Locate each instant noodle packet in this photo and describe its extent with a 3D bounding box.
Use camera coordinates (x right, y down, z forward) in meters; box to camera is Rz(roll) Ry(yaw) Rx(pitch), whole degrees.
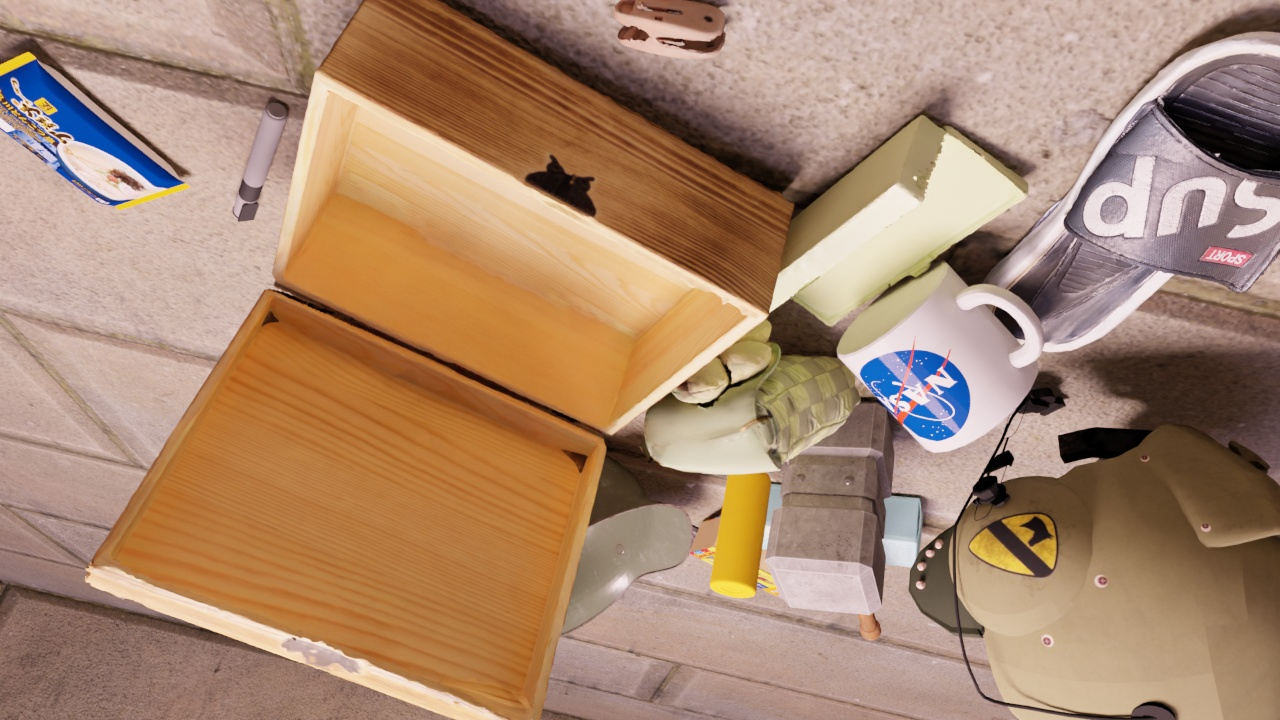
[{"bbox_3d":[-0.412,-0.163,0.672,0.087,0.026,0.134,-8,144,27],"label":"instant noodle packet"}]

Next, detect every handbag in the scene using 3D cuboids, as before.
[{"bbox_3d":[0.085,0.021,0.698,0.113,0.117,0.186,-11,-176,40],"label":"handbag"}]

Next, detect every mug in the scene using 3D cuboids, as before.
[{"bbox_3d":[0.202,-0.008,0.593,0.090,0.090,0.122,46,143,-6],"label":"mug"}]

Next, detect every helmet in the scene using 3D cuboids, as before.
[{"bbox_3d":[0.342,0.150,0.647,0.233,0.255,0.250,-10,144,40],"label":"helmet"},{"bbox_3d":[-0.083,0.190,0.981,0.226,0.154,0.268,-15,139,-29],"label":"helmet"}]

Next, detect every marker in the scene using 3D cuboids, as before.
[{"bbox_3d":[-0.276,-0.141,0.664,0.016,0.016,0.141,26,148,-21],"label":"marker"}]

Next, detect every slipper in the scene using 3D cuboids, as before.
[{"bbox_3d":[0.285,-0.067,0.521,0.111,0.063,0.264,16,152,-4],"label":"slipper"}]

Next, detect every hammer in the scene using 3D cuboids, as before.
[{"bbox_3d":[0.199,0.193,0.860,0.083,0.162,0.318,0,142,22],"label":"hammer"}]

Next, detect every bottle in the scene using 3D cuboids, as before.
[{"bbox_3d":[0.098,0.150,0.875,0.043,0.143,0.043,10,150,6],"label":"bottle"}]

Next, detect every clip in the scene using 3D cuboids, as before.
[{"bbox_3d":[0.015,-0.178,0.481,0.061,0.025,0.049,-6,142,42],"label":"clip"}]

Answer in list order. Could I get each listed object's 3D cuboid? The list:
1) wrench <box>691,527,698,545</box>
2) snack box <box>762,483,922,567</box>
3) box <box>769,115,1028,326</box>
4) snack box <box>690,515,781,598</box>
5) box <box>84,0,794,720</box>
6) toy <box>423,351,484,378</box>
[{"bbox_3d":[0.160,0.233,1.123,0.273,0.010,0.070,8,150,9],"label":"wrench"},{"bbox_3d":[0.203,0.172,0.962,0.175,0.053,0.075,4,149,18],"label":"snack box"},{"bbox_3d":[0.133,-0.062,0.571,0.098,0.082,0.188,33,146,-10],"label":"box"},{"bbox_3d":[0.132,0.227,1.055,0.126,0.040,0.088,27,159,-6],"label":"snack box"},{"bbox_3d":[-0.123,0.028,0.568,0.279,0.335,0.287,25,150,-15],"label":"box"},{"bbox_3d":[-0.158,0.040,0.815,0.158,0.120,0.198,24,146,6],"label":"toy"}]
